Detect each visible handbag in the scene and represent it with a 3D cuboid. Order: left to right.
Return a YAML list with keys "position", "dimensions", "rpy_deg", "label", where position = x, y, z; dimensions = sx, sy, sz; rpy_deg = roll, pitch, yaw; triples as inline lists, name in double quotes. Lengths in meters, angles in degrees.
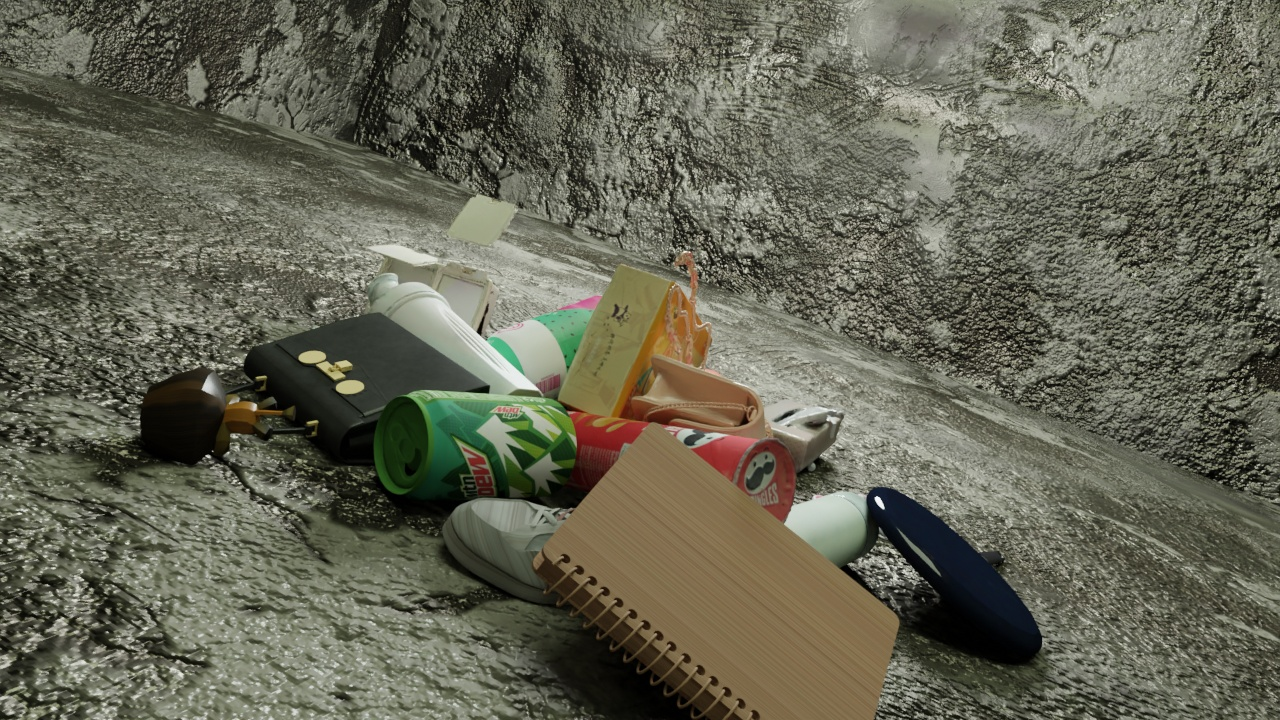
- position: [-0.262, 0.031, 0.769]
  dimensions: [0.176, 0.072, 0.195]
  rpy_deg: [29, 26, 37]
  label: "handbag"
- position: [0.080, 0.017, 0.840]
  dimensions: [0.117, 0.186, 0.199]
  rpy_deg: [15, -28, 18]
  label: "handbag"

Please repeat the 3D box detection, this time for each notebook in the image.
- position: [0.053, 0.144, 0.551]
  dimensions: [0.210, 0.022, 0.168]
  rpy_deg: [39, 34, 5]
  label: "notebook"

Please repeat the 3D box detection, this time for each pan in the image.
- position: [0.331, 0.199, 0.916]
  dimensions: [0.198, 0.021, 0.356]
  rpy_deg: [48, 16, 28]
  label: "pan"

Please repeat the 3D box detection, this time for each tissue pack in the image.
- position: [0.199, 0.085, 1.177]
  dimensions: [0.104, 0.071, 0.181]
  rpy_deg: [16, 11, 25]
  label: "tissue pack"

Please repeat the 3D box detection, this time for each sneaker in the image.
- position: [-0.014, 0.124, 0.633]
  dimensions: [0.236, 0.089, 0.099]
  rpy_deg: [19, 12, -4]
  label: "sneaker"

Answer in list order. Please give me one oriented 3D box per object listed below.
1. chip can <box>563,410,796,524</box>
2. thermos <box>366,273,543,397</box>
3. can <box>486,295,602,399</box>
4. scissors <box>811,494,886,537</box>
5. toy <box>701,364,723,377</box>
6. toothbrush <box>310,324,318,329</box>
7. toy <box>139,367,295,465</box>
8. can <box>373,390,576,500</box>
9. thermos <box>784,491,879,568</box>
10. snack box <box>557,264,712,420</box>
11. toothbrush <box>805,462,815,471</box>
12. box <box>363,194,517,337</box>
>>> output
- position: [0.009, 0.085, 0.738]
  dimensions: [0.073, 0.073, 0.233]
  rpy_deg: [8, -2, -44]
  label: "chip can"
- position: [-0.192, 0.003, 0.902]
  dimensions: [0.220, 0.099, 0.099]
  rpy_deg: [37, 19, 33]
  label: "thermos"
- position: [-0.090, -0.008, 0.993]
  dimensions: [0.165, 0.088, 0.088]
  rpy_deg: [-23, 38, -35]
  label: "can"
- position: [0.275, 0.185, 1.014]
  dimensions: [0.172, 0.014, 0.158]
  rpy_deg: [23, 13, 20]
  label: "scissors"
- position: [0.075, 0.058, 1.057]
  dimensions: [0.099, 0.097, 0.119]
  rpy_deg: [33, -6, -32]
  label: "toy"
- position: [-0.262, -0.006, 0.989]
  dimensions: [0.185, 0.022, 0.024]
  rpy_deg: [14, 30, -20]
  label: "toothbrush"
- position: [-0.295, 0.039, 0.644]
  dimensions: [0.100, 0.063, 0.076]
  rpy_deg: [3, 52, -10]
  label: "toy"
- position: [-0.127, 0.067, 0.722]
  dimensions: [0.144, 0.083, 0.083]
  rpy_deg: [7, 18, -47]
  label: "can"
- position: [0.137, 0.157, 0.787]
  dimensions: [0.068, 0.068, 0.229]
  rpy_deg: [27, 13, 30]
  label: "thermos"
- position: [-0.005, 0.005, 0.923]
  dimensions: [0.081, 0.145, 0.195]
  rpy_deg: [21, -8, 18]
  label: "snack box"
- position: [0.207, 0.112, 1.237]
  dimensions: [0.017, 0.012, 0.186]
  rpy_deg: [21, 11, -11]
  label: "toothbrush"
- position: [-0.239, -0.122, 1.073]
  dimensions: [0.143, 0.194, 0.101]
  rpy_deg: [16, -10, 8]
  label: "box"
